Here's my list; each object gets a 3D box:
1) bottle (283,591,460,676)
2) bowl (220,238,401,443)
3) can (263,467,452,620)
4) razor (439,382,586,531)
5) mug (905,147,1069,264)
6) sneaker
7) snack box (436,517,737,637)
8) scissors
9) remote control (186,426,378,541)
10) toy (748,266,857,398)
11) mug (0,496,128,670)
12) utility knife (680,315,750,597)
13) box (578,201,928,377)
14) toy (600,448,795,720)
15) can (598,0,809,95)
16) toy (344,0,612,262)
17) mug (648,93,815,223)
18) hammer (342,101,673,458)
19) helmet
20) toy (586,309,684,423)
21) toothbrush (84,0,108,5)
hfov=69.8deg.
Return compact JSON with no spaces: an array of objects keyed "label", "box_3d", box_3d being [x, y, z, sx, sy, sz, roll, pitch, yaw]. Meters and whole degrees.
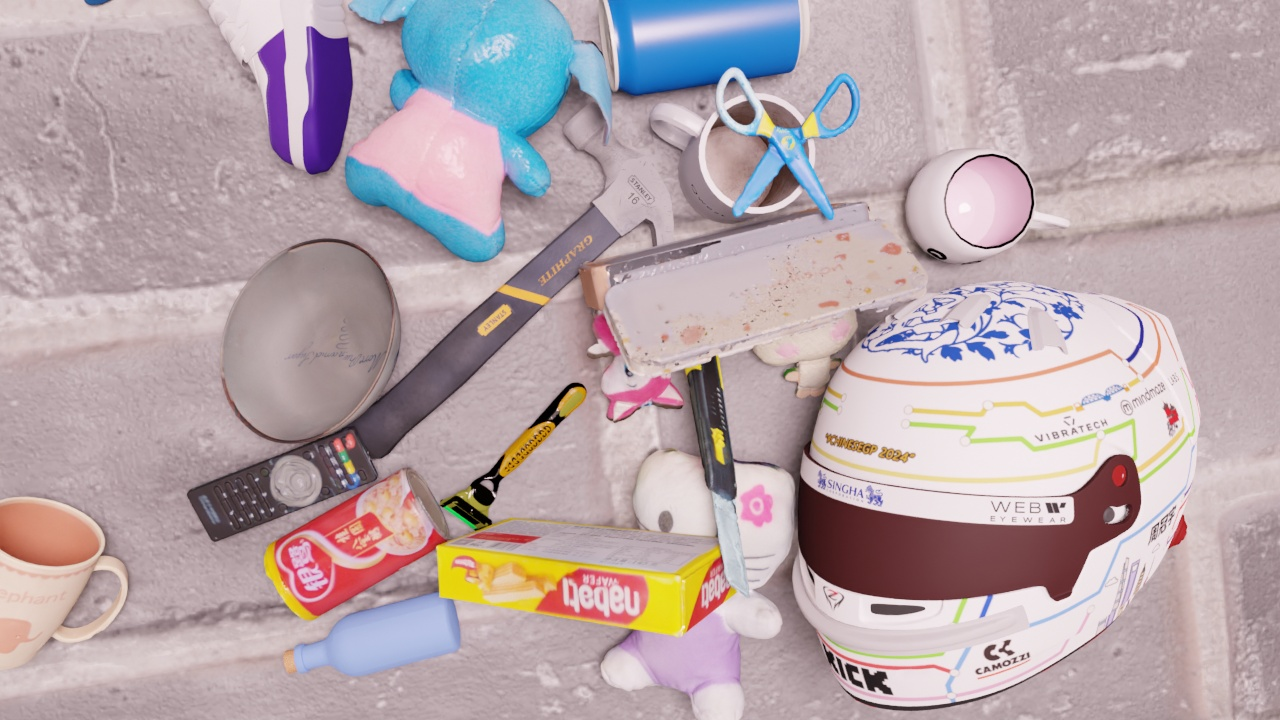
[{"label":"bottle","box_3d":[-0.209,0.217,0.711,0.131,0.048,0.048,-13,96,-5]},{"label":"bowl","box_3d":[-0.231,-0.010,0.677,0.151,0.056,0.150,-4,76,18]},{"label":"can","box_3d":[-0.212,0.138,0.695,0.124,0.067,0.066,-30,97,-3]},{"label":"razor","box_3d":[-0.094,0.072,0.725,0.144,0.021,0.044,-46,122,-1]},{"label":"mug","box_3d":[0.271,-0.118,0.720,0.124,0.076,0.090,11,93,-7]},{"label":"sneaker","box_3d":[-0.273,-0.257,0.647,0.111,0.091,0.244,-1,97,-1]},{"label":"snack box","box_3d":[-0.039,0.149,0.655,0.201,0.092,0.042,0,95,29]},{"label":"scissors","box_3d":[0.098,-0.154,0.632,0.130,0.014,0.125,35,89,-4]},{"label":"remote control","box_3d":[-0.271,0.093,0.698,0.140,0.021,0.045,-21,104,6]},{"label":"toy","box_3d":[0.130,-0.024,0.730,0.087,0.050,0.112,-18,91,-4]},{"label":"mug","box_3d":[-0.441,0.170,0.674,0.111,0.085,0.104,25,102,-36]},{"label":"utility knife","box_3d":[0.055,0.061,0.667,0.028,0.020,0.233,14,50,-27]},{"label":"box","box_3d":[0.074,-0.061,0.649,0.216,0.156,0.071,-15,130,-11]},{"label":"toy","box_3d":[0.051,0.169,0.710,0.138,0.085,0.209,15,101,24]},{"label":"can","box_3d":[0.046,-0.247,0.685,0.146,0.079,0.079,-10,95,-5]},{"label":"toy","box_3d":[-0.135,-0.184,0.655,0.224,0.099,0.191,28,93,5]},{"label":"mug","box_3d":[0.060,-0.156,0.685,0.119,0.096,0.083,28,91,-7]},{"label":"hammer","box_3d":[-0.107,-0.045,0.710,0.312,0.035,0.139,-42,99,-1]},{"label":"helmet","box_3d":[0.237,0.066,0.643,0.313,0.231,0.236,-22,106,-26]},{"label":"toy","box_3d":[-0.004,0.004,0.706,0.065,0.050,0.102,-21,115,-10]},{"label":"toothbrush","box_3d":[-0.355,-0.303,0.671,0.132,0.021,0.016,-42,63,-2]}]
